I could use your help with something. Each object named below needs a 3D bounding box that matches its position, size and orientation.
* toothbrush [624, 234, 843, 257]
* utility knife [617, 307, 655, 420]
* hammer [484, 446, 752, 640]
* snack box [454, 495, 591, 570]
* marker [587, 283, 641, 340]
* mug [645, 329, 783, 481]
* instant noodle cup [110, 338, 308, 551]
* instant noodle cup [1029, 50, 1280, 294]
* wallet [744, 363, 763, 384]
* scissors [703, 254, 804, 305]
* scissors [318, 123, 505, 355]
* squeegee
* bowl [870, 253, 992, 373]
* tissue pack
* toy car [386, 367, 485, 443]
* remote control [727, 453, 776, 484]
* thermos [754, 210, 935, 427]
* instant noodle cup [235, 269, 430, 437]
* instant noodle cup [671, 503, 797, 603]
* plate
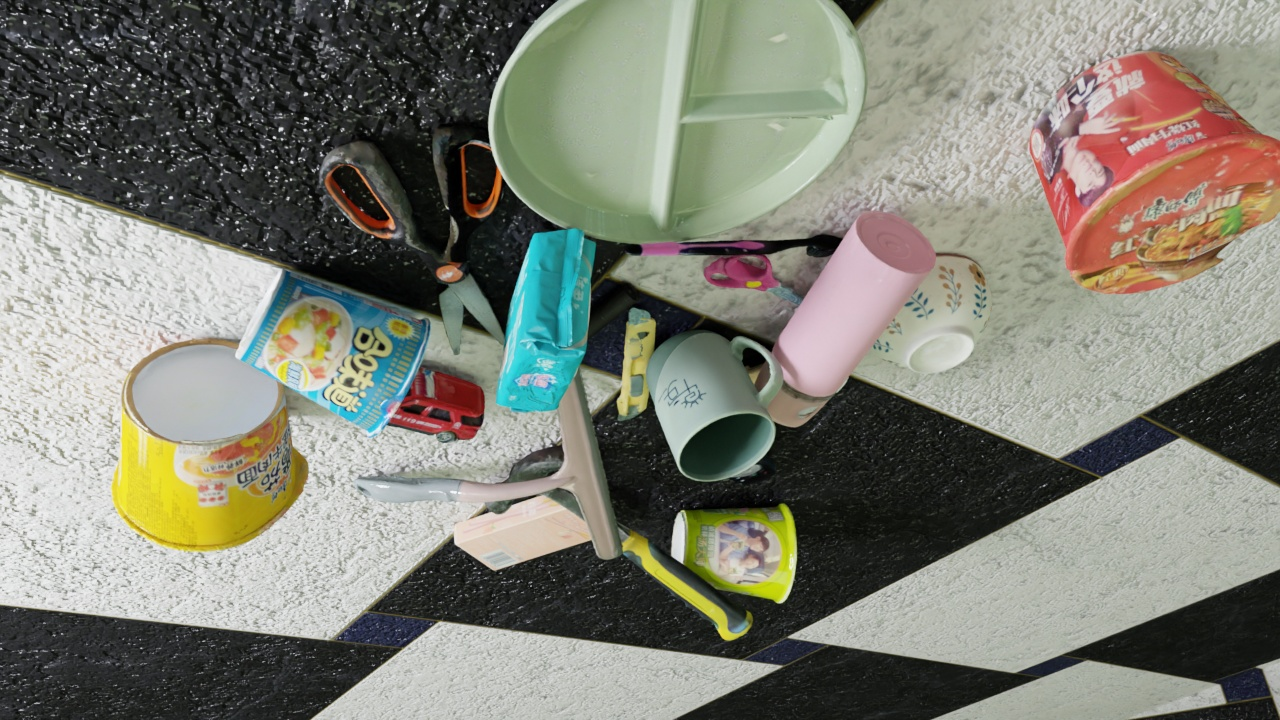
[{"bbox_3d":[0.072,-0.081,0.669,0.189,0.014,0.018,-5,155,-26],"label":"toothbrush"},{"bbox_3d":[-0.005,0.005,0.799,0.031,0.018,0.167,-13,141,-13],"label":"utility knife"},{"bbox_3d":[-0.001,0.196,0.953,0.323,0.031,0.126,40,119,-21],"label":"hammer"},{"bbox_3d":[-0.114,0.183,1.003,0.157,0.026,0.084,-20,142,14],"label":"snack box"},{"bbox_3d":[-0.052,-0.021,0.746,0.132,0.020,0.022,-36,166,30],"label":"marker"},{"bbox_3d":[0.064,0.025,0.755,0.112,0.106,0.082,-40,134,20],"label":"mug"},{"bbox_3d":[-0.330,0.058,0.701,0.138,0.137,0.110,5,133,-19],"label":"instant noodle cup"},{"bbox_3d":[0.331,-0.128,0.609,0.138,0.108,0.138,-7,144,-5],"label":"instant noodle cup"},{"bbox_3d":[0.095,0.032,0.849,0.115,0.024,0.087,-21,148,17],"label":"wallet"},{"bbox_3d":[0.108,-0.058,0.734,0.133,0.017,0.057,20,149,-39],"label":"scissors"},{"bbox_3d":[-0.127,-0.078,0.647,0.190,0.021,0.229,-28,140,23],"label":"scissors"},{"bbox_3d":[-0.158,0.118,0.866,0.250,0.040,0.248,-5,127,9],"label":"squeegee"},{"bbox_3d":[0.241,-0.029,0.767,0.113,0.062,0.114,-6,146,-4],"label":"bowl"},{"bbox_3d":[-0.066,-0.025,0.652,0.050,0.093,0.134,10,154,-13],"label":"tissue pack"},{"bbox_3d":[-0.184,0.031,0.758,0.120,0.052,0.045,15,137,-34],"label":"toy car"},{"bbox_3d":[0.095,0.097,0.931,0.053,0.024,0.136,-24,149,21],"label":"remote control"},{"bbox_3d":[0.161,-0.025,0.731,0.087,0.067,0.199,-6,143,-26],"label":"thermos"},{"bbox_3d":[-0.222,-0.011,0.658,0.110,0.099,0.099,29,131,-24],"label":"instant noodle cup"},{"bbox_3d":[0.101,0.212,1.035,0.123,0.111,0.112,6,142,-7],"label":"instant noodle cup"},{"bbox_3d":[0.022,-0.150,0.561,0.230,0.027,0.231,-6,150,-4],"label":"plate"}]
